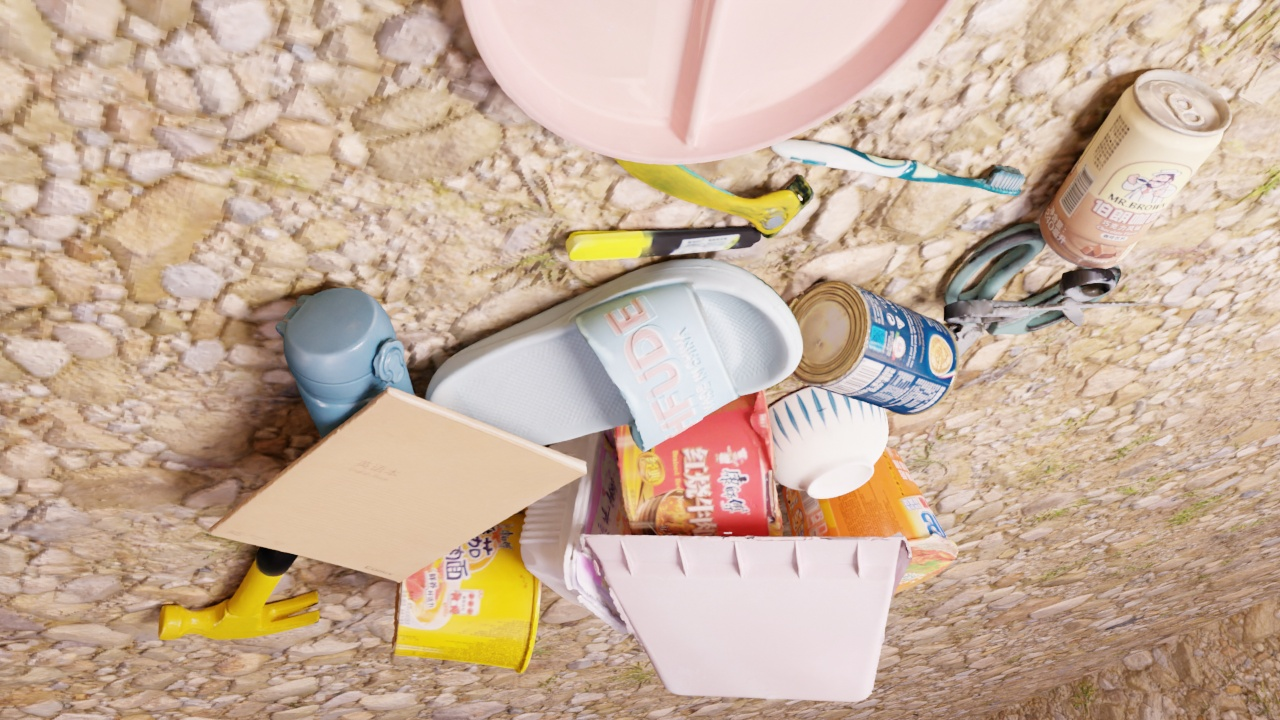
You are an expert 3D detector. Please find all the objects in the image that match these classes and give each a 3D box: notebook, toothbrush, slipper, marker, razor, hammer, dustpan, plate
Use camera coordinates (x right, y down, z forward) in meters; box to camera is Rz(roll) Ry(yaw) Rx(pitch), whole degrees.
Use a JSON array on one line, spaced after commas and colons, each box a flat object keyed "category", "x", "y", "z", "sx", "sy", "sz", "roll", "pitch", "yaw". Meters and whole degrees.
[{"category": "notebook", "x": -0.161, "y": 0.090, "z": 0.599, "sx": 0.212, "sy": 0.012, "sz": 0.149, "roll": -33, "pitch": 138, "yaw": 32}, {"category": "toothbrush", "x": 0.156, "y": -0.115, "z": 0.537, "sx": 0.191, "sy": 0.016, "sz": 0.018, "roll": 3, "pitch": 134, "yaw": -27}, {"category": "slipper", "x": -0.020, "y": 0.011, "z": 0.576, "sx": 0.245, "sy": 0.074, "sz": 0.104, "roll": -17, "pitch": 123, "yaw": 7}, {"category": "marker", "x": 0.016, "y": -0.071, "z": 0.546, "sx": 0.124, "sy": 0.015, "sz": 0.018, "roll": -6, "pitch": 147, "yaw": -20}, {"category": "razor", "x": 0.036, "y": -0.097, "z": 0.505, "sx": 0.132, "sy": 0.028, "sz": 0.043, "roll": 14, "pitch": 141, "yaw": -35}, {"category": "hammer", "x": -0.301, "y": 0.165, "z": 0.755, "sx": 0.128, "sy": 0.032, "sz": 0.302, "roll": 8, "pitch": 141, "yaw": -33}, {"category": "dustpan", "x": 0.091, "y": 0.167, "z": 0.727, "sx": 0.223, "sy": 0.138, "sz": 0.274, "roll": 0, "pitch": 130, "yaw": 12}, {"category": "plate", "x": 0.037, "y": -0.175, "z": 0.383, "sx": 0.229, "sy": 0.028, "sz": 0.230, "roll": -11, "pitch": 149, "yaw": -7}]

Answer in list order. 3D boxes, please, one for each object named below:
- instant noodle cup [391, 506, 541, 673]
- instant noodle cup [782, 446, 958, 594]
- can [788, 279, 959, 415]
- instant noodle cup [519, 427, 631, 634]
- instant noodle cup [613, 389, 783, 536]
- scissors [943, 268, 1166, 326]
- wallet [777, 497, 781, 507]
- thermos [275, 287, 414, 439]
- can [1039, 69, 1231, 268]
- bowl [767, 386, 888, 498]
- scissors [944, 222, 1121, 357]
[{"category": "instant noodle cup", "x": -0.150, "y": 0.192, "z": 0.777, "sx": 0.109, "sy": 0.137, "sz": 0.138, "roll": 6, "pitch": 143, "yaw": -15}, {"category": "instant noodle cup", "x": 0.211, "y": 0.157, "z": 0.883, "sx": 0.151, "sy": 0.111, "sz": 0.152, "roll": -11, "pitch": 147, "yaw": -7}, {"category": "can", "x": 0.161, "y": -0.008, "z": 0.646, "sx": 0.111, "sy": 0.075, "sz": 0.075, "roll": 16, "pitch": 136, "yaw": -39}, {"category": "instant noodle cup", "x": -0.042, "y": 0.136, "z": 0.743, "sx": 0.060, "sy": 0.137, "sz": 0.173, "roll": 0, "pitch": 152, "yaw": 19}, {"category": "instant noodle cup", "x": 0.041, "y": 0.073, "z": 0.678, "sx": 0.108, "sy": 0.137, "sz": 0.138, "roll": -8, "pitch": 148, "yaw": 4}, {"category": "scissors", "x": 0.299, "y": -0.038, "z": 0.651, "sx": 0.160, "sy": 0.014, "sz": 0.180, "roll": -7, "pitch": 168, "yaw": 20}, {"category": "wallet", "x": 0.073, "y": 0.174, "z": 0.923, "sx": 0.119, "sy": 0.035, "sz": 0.131, "roll": 3, "pitch": 145, "yaw": -27}, {"category": "thermos", "x": -0.172, "y": 0.039, "z": 0.586, "sx": 0.070, "sy": 0.070, "sz": 0.221, "roll": -9, "pitch": 148, "yaw": -10}, {"category": "can", "x": 0.295, "y": -0.112, "z": 0.557, "sx": 0.058, "sy": 0.058, "sz": 0.116, "roll": -7, "pitch": 147, "yaw": -13}, {"category": "bowl", "x": 0.158, "y": 0.075, "z": 0.778, "sx": 0.116, "sy": 0.066, "sz": 0.117, "roll": -11, "pitch": 147, "yaw": -7}, {"category": "scissors", "x": 0.289, "y": -0.045, "z": 0.696, "sx": 0.180, "sy": 0.019, "sz": 0.171, "roll": -7, "pitch": 145, "yaw": -15}]
